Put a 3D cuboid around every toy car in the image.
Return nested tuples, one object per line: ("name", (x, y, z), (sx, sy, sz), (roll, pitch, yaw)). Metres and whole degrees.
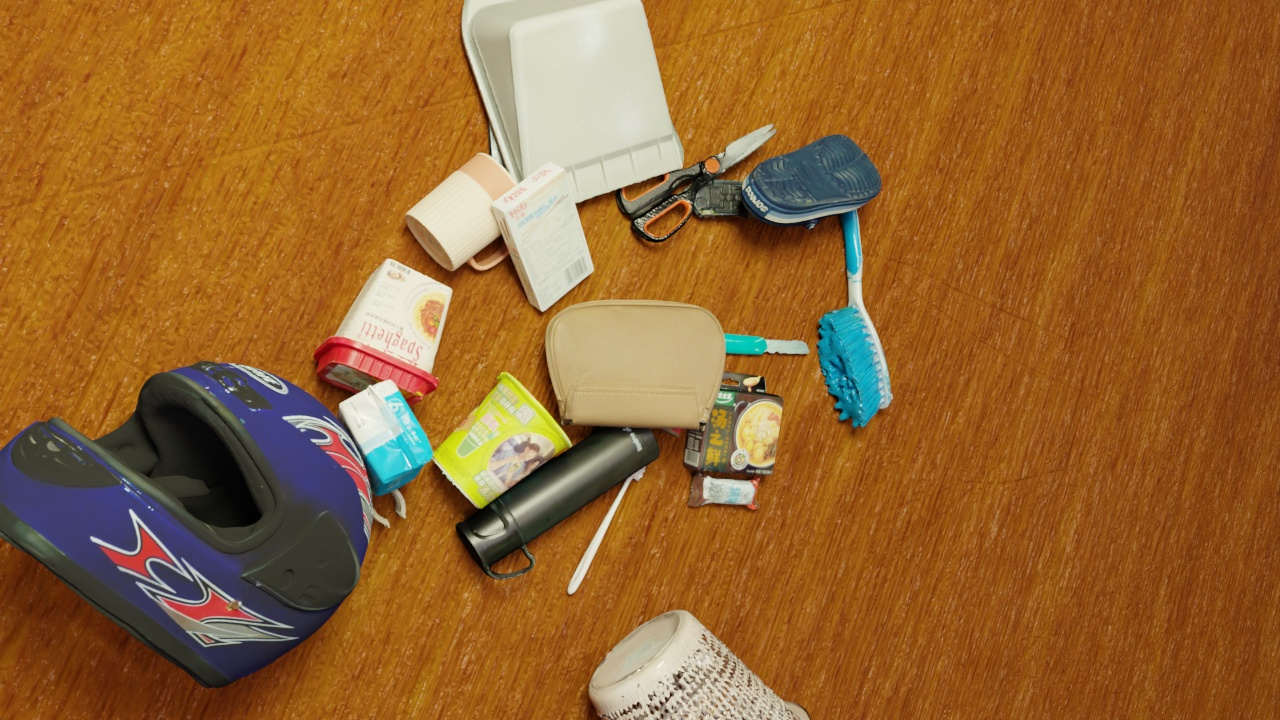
("toy car", (0.108, -0.204, 1.165), (0.105, 0.031, 0.049), (-1, 84, -24))

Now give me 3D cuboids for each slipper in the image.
("slipper", (0.215, -0.215, 1.176), (0.252, 0.095, 0.105), (-25, 77, -42))

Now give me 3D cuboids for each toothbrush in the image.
("toothbrush", (-0.041, 0.201, 1.106), (0.016, 0.016, 0.180), (37, 74, -28))

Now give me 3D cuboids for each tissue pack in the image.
("tissue pack", (-0.252, 0.079, 0.908), (0.063, 0.140, 0.090), (-29, 86, -25))

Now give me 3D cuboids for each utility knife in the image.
("utility knife", (0.127, -0.019, 1.187), (0.219, 0.013, 0.029), (3, 88, -24))

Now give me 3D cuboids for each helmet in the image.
("helmet", (-0.368, 0.119, 0.792), (0.239, 0.247, 0.316), (-54, 150, -27))

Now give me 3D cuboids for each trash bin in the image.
("trash bin", (0.052, 0.408, 1.059), (0.227, 0.228, 0.192), (-38, 94, -21))

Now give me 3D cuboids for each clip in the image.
("clip", (-0.286, 0.130, 0.974), (0.074, 0.035, 0.100), (-29, 98, -22))

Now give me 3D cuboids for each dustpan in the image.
("dustpan", (-0.089, -0.333, 1.062), (0.222, 0.143, 0.258), (-23, 123, -24))

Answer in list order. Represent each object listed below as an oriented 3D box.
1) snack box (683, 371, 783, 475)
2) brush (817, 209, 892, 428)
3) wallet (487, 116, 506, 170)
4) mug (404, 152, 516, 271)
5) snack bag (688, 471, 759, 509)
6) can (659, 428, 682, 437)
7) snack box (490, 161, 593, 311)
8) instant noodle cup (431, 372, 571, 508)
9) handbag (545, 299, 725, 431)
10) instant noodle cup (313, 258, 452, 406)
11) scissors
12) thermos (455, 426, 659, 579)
("snack box", (0.118, 0.079, 1.168), (0.113, 0.053, 0.125), (6, 93, -26))
("brush", (0.283, -0.073, 1.247), (0.109, 0.061, 0.314), (-21, 97, -30))
("wallet", (-0.129, -0.277, 1.055), (0.097, 0.019, 0.121), (-4, 90, -26))
("mug", (-0.184, -0.149, 1.002), (0.105, 0.082, 0.115), (-43, 138, -18))
("snack bag", (0.111, 0.168, 1.174), (0.105, 0.026, 0.045), (8, 96, -25))
("can", (0.052, 0.024, 1.121), (0.053, 0.053, 0.132), (30, 84, -24))
("snack box", (-0.105, -0.134, 1.016), (0.084, 0.027, 0.157), (-41, 144, -20))
("instant noodle cup", (-0.157, 0.093, 1.001), (0.123, 0.112, 0.111), (-42, 108, -12))
("handbag", (-0.006, 0.006, 1.054), (0.204, 0.100, 0.147), (3, 80, 1))
("instant noodle cup", (-0.259, -0.028, 0.947), (0.116, 0.117, 0.124), (26, 68, -24))
("scissors", (0.084, -0.218, 1.133), (0.235, 0.022, 0.139), (-13, 83, -10))
("thermos", (-0.087, 0.157, 1.052), (0.242, 0.069, 0.090), (-33, 92, -21))
